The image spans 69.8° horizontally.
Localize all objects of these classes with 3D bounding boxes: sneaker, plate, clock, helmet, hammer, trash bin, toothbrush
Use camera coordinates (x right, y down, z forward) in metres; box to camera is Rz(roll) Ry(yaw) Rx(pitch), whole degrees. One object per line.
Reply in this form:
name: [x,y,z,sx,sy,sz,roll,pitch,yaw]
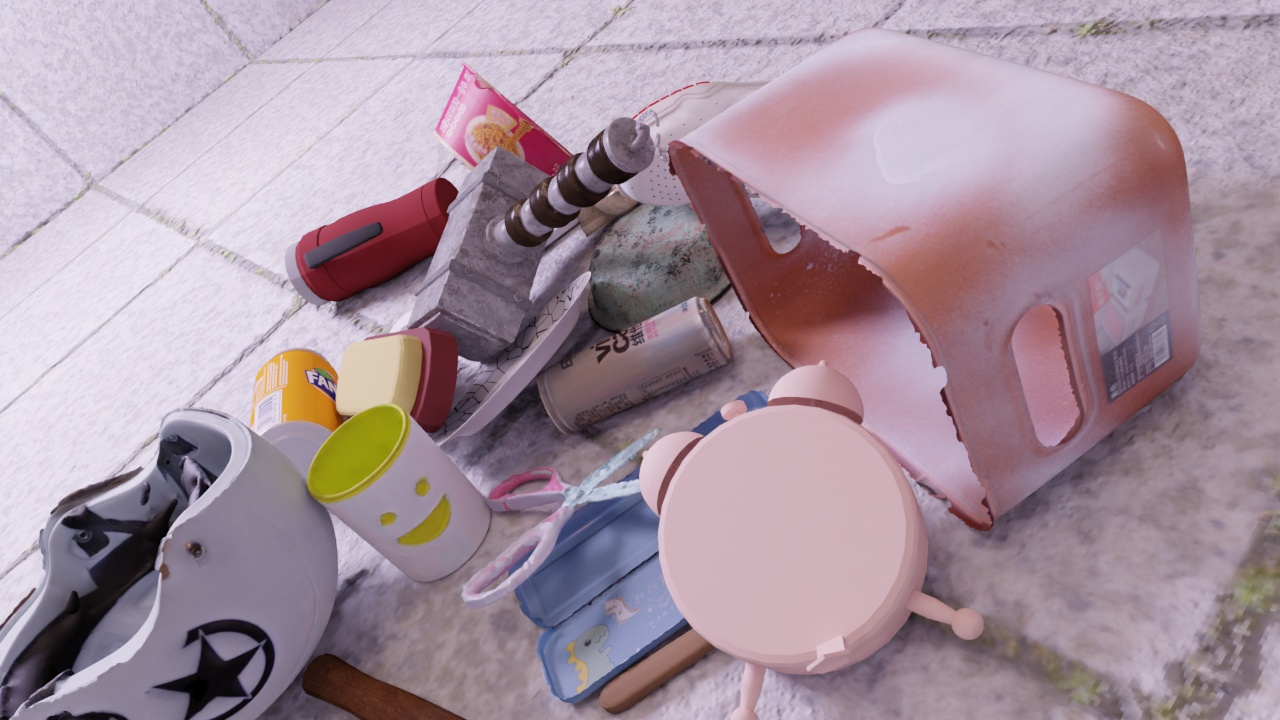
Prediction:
sneaker: [0.097,-0.161,0.720,0.236,0.090,0.104,-11,41,-5]
plate: [-0.098,0.005,0.724,0.189,0.016,0.188,-45,12,12]
clock: [0.072,0.085,0.463,0.131,0.086,0.160,-28,52,11]
helmet: [-0.318,0.177,0.625,0.263,0.163,0.237,-48,33,-7]
hammer: [-0.072,-0.122,0.726,0.327,0.079,0.176,-23,46,53]
clock: [-0.028,-0.160,0.836,0.093,0.054,0.140,-40,12,3]
hammer: [-0.096,0.220,0.514,0.324,0.033,0.115,3,48,41]
trash bin: [0.155,-0.064,0.517,0.157,0.181,0.259,-35,35,-4]
toothbrush: [0.048,0.144,0.502,0.167,0.016,0.016,-35,39,3]

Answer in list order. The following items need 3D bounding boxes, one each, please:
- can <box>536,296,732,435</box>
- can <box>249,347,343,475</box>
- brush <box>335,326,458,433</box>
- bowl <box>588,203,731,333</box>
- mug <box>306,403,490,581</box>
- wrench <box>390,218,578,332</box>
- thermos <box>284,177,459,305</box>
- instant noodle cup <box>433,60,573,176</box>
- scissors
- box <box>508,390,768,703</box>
can: [-0.004,0.004,0.668,0.136,0.054,0.054,-25,37,13]
can: [-0.310,0.052,0.831,0.079,0.079,0.142,-33,36,2]
brush: [-0.212,0.017,0.773,0.174,0.041,0.082,-4,76,53]
bowl: [0.016,-0.091,0.772,0.158,0.038,0.157,-21,38,17]
mug: [-0.168,0.094,0.648,0.083,0.106,0.082,-21,38,18]
wrench: [-0.137,-0.093,0.915,0.273,0.018,0.066,-39,36,-8]
thermos: [-0.294,-0.129,1.009,0.199,0.084,0.108,-20,1,16]
instant noodle cup: [-0.134,-0.215,0.936,0.078,0.178,0.178,-50,36,6]
scissors: [-0.058,0.102,0.601,0.171,0.014,0.172,-12,28,39]
box: [0.018,0.109,0.562,0.209,0.021,0.125,-36,37,-1]
